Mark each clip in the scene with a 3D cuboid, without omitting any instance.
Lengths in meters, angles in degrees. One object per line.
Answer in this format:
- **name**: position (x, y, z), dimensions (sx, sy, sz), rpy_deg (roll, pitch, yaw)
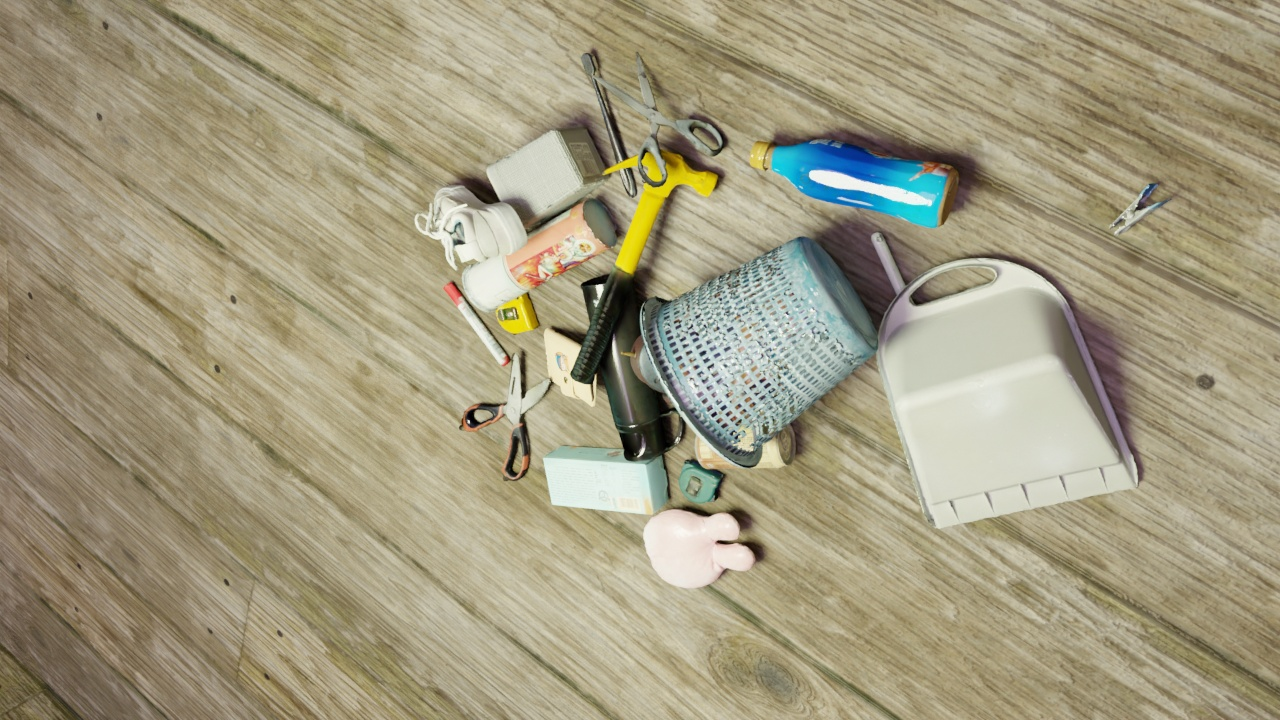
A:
- **clip**: position (0.472, -0.141, 0.872), dimensions (0.043, 0.026, 0.058), rpy_deg (57, 134, 18)

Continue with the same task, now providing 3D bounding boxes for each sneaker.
- **sneaker**: position (-0.234, -0.167, 1.186), dimensions (0.242, 0.090, 0.089), rpy_deg (27, 143, 57)

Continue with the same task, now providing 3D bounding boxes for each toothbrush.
- **toothbrush**: position (0.297, -0.054, 1.013), dimensions (0.029, 0.020, 0.189), rpy_deg (-25, 94, 5)
- **toothbrush**: position (-0.036, -0.287, 1.126), dimensions (0.016, 0.018, 0.181), rpy_deg (-12, 104, 28)

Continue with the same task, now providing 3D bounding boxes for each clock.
- **clock**: position (0.039, 0.006, 1.147), dimensions (0.122, 0.082, 0.055), rpy_deg (40, 172, -18)

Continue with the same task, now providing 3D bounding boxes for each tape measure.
- **tape measure**: position (-0.176, -0.066, 1.284), dimensions (0.057, 0.028, 0.060), rpy_deg (-11, 102, 34)
- **tape measure**: position (0.078, 0.164, 1.222), dimensions (0.058, 0.025, 0.055), rpy_deg (24, 118, 22)

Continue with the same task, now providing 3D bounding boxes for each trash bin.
- **trash bin**: position (0.143, -0.024, 1.014), dimensions (0.195, 0.226, 0.226), rpy_deg (-33, 90, 22)

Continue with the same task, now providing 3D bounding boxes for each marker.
- **marker**: position (-0.238, -0.052, 1.333), dimensions (0.017, 0.017, 0.145), rpy_deg (-39, 86, 35)

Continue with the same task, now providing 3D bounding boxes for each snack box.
- **snack box**: position (-0.049, 0.165, 1.282), dimensions (0.175, 0.051, 0.074), rpy_deg (0, 107, 30)

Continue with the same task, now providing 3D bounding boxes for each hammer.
- **hammer**: position (-0.020, -0.110, 1.109), dimensions (0.129, 0.032, 0.301), rpy_deg (22, 106, -1)

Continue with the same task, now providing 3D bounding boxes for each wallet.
- **wallet**: position (-0.095, 0.011, 1.241), dimensions (0.115, 0.024, 0.087), rpy_deg (26, 128, 50)

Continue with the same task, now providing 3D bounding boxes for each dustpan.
- **dustpan**: position (0.375, 0.029, 0.987), dimensions (0.223, 0.142, 0.258), rpy_deg (-18, 127, 26)

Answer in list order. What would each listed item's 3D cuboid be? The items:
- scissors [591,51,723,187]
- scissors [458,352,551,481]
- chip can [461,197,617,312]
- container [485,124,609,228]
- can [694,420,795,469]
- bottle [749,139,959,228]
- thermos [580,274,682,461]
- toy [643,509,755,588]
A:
- **scissors**: position (0.016, -0.277, 1.061), dimensions (0.180, 0.159, 0.014), rpy_deg (19, 162, 1)
- **scissors**: position (-0.194, 0.088, 1.354), dimensions (0.228, 0.015, 0.189), rpy_deg (-14, 102, 38)
- **chip can**: position (-0.133, -0.136, 1.196), dimensions (0.215, 0.071, 0.071), rpy_deg (-24, 95, 30)
- **container**: position (-0.112, -0.233, 1.148), dimensions (0.115, 0.090, 0.090), rpy_deg (-24, 95, 32)
- **can**: position (0.130, 0.106, 1.149), dimensions (0.116, 0.058, 0.058), rpy_deg (-5, 106, 32)
- **bottle**: position (0.221, -0.197, 0.975), dimensions (0.219, 0.065, 0.065), rpy_deg (20, 117, 23)
- **thermos**: position (-0.007, 0.007, 1.197), dimensions (0.090, 0.068, 0.242), rpy_deg (-13, 105, 1)
- **toy**: position (0.078, 0.253, 1.239), dimensions (0.160, 0.054, 0.121), rpy_deg (-15, 108, 34)
